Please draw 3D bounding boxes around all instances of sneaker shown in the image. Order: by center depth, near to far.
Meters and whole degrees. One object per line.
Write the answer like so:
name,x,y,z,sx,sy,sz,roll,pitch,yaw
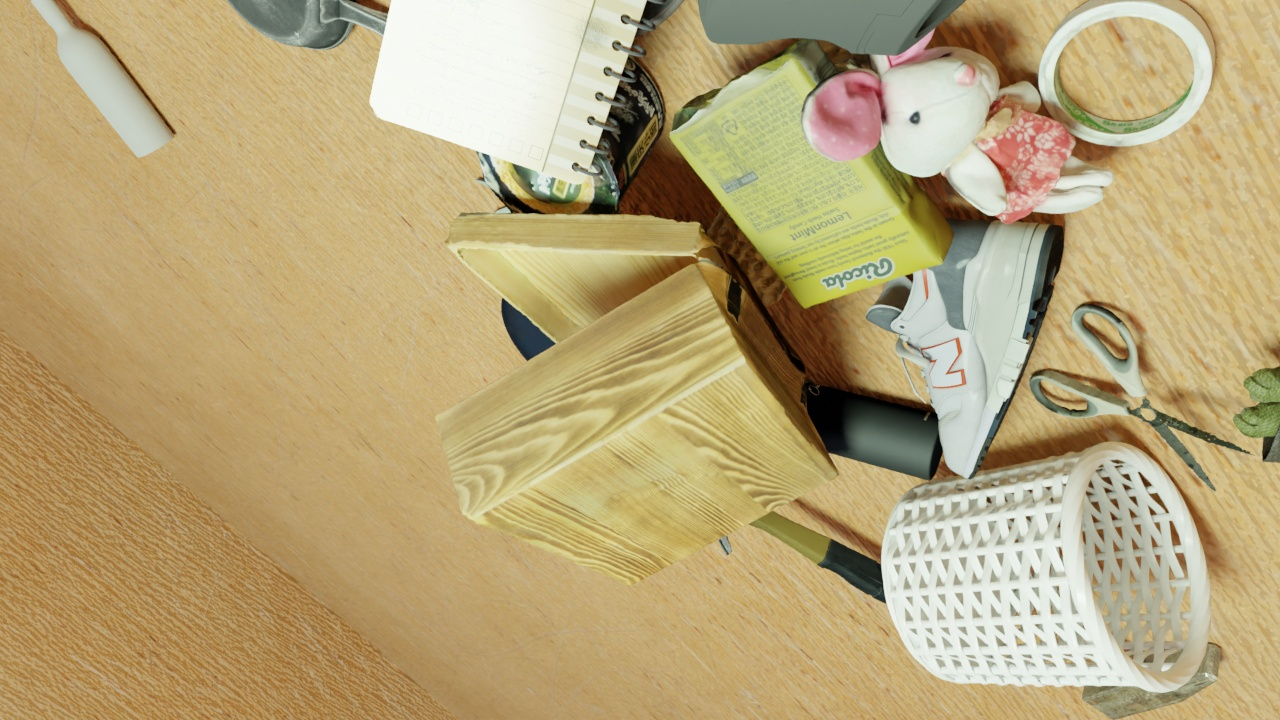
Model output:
sneaker,0.242,-0.019,0.727,0.124,0.088,0.240,23,135,24

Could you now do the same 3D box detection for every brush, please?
brush,0.114,-0.134,0.711,0.083,0.056,0.272,30,145,2

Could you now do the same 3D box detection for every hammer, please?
hammer,0.411,0.253,0.933,0.301,0.037,0.158,33,145,3
hammer,0.224,0.221,1.002,0.333,0.117,0.025,29,147,-1

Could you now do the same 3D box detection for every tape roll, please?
tape roll,0.291,-0.174,0.553,0.094,0.018,0.094,22,143,18

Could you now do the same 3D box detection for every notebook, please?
notebook,-0.071,-0.237,0.590,0.167,0.024,0.226,18,121,-9

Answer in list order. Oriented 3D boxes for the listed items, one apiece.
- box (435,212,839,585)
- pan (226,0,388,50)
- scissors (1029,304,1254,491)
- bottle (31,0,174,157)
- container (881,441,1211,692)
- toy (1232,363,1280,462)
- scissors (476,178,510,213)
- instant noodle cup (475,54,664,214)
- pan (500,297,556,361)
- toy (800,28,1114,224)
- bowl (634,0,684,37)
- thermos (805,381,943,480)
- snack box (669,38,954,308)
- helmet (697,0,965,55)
box,0.005,-0.001,0.779,0.270,0.263,0.279,-28,147,12
pan,-0.266,-0.320,0.822,0.357,0.055,0.188,36,145,6
scissors,0.367,0.027,0.695,0.169,0.012,0.157,-2,118,59
bottle,-0.644,-0.340,1.094,0.053,0.052,0.195,2,133,38
container,0.338,0.179,0.778,0.189,0.188,0.187,46,145,-14
toy,0.478,0.036,0.592,0.153,0.078,0.179,11,136,29
scissors,-0.070,-0.147,0.881,0.179,0.015,0.195,40,145,-7
instant noodle cup,-0.051,-0.183,0.742,0.137,0.112,0.137,23,144,18
pan,-0.030,-0.048,0.951,0.199,0.021,0.358,41,146,-9
toy,0.198,-0.147,0.566,0.194,0.159,0.084,34,164,-8
bowl,-0.028,-0.293,0.608,0.145,0.067,0.145,0,123,0
thermos,0.169,0.054,0.879,0.232,0.061,0.061,14,140,27
snack box,0.115,-0.125,0.633,0.122,0.045,0.181,-19,121,46
helmet,0.122,-0.263,0.464,0.170,0.163,0.266,48,131,3
